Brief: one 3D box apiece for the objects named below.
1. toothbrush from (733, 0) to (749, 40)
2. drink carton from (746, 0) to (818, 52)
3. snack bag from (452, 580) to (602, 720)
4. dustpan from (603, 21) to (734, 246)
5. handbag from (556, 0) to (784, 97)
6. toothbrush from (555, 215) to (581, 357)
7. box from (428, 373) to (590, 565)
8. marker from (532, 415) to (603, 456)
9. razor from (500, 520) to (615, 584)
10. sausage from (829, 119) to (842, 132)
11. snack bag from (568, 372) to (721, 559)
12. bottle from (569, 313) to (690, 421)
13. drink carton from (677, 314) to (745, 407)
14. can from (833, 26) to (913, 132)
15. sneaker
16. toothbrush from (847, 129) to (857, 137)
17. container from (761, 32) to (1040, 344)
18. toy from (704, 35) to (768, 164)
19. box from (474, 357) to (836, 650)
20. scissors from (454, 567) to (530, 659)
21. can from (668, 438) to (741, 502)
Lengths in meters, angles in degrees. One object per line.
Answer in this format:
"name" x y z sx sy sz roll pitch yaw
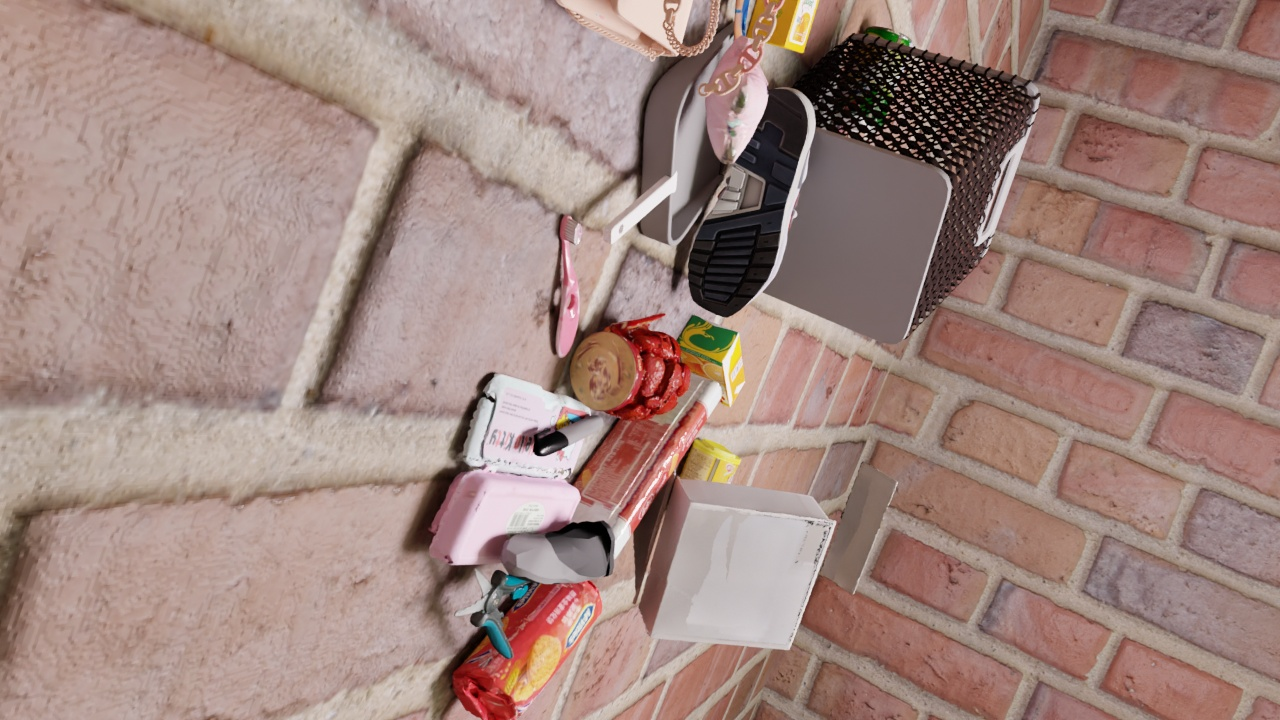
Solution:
"toothbrush" 0.089 -0.289 0.814 0.021 0.017 0.135 -53 148 -57
"drink carton" 0.146 -0.362 0.871 0.058 0.040 0.123 -23 133 -60
"snack bag" -0.107 0.273 0.884 0.175 0.082 0.082 -44 149 -42
"dustpan" 0.030 -0.173 0.803 0.256 0.033 0.163 -47 151 -40
"handbag" 0.052 -0.256 0.559 0.116 0.187 0.199 0 108 -59
"toothbrush" -0.058 -0.055 0.739 0.021 0.016 0.135 -34 142 -40
"box" -0.097 0.098 0.774 0.153 0.041 0.201 -67 159 -2
"marker" -0.061 0.062 0.795 0.022 0.016 0.138 70 21 -1
"razor" -0.072 0.165 0.780 0.060 0.057 0.156 -43 158 22
"sausage" 0.271 -0.293 1.258 0.020 0.020 0.155 -64 159 -6
"snack bag" -0.001 0.098 0.943 0.224 0.077 0.041 -54 152 -28
"bottle" -0.005 0.005 0.837 0.111 0.099 0.099 8 104 -57
"drink carton" 0.084 0.004 1.072 0.041 0.058 0.122 -58 157 -20
"can" 0.302 -0.364 1.195 0.067 0.067 0.121 6 105 -67
"sneaker" 0.125 -0.165 0.925 0.124 0.089 0.240 -49 161 -54
"toothbrush" 0.313 -0.359 1.293 0.012 0.017 0.187 -22 133 -43
"container" 0.272 -0.198 1.062 0.242 0.246 0.248 -42 148 -40
"toy" 0.082 -0.230 0.782 0.099 0.053 0.095 94 5 -65
"box" -0.014 0.159 1.046 0.164 0.446 0.167 -9 120 -52
"scissors" -0.119 0.214 0.784 0.148 0.019 0.118 -8 117 -63
"can" 0.085 0.162 1.221 0.105 0.068 0.067 -68 158 4
